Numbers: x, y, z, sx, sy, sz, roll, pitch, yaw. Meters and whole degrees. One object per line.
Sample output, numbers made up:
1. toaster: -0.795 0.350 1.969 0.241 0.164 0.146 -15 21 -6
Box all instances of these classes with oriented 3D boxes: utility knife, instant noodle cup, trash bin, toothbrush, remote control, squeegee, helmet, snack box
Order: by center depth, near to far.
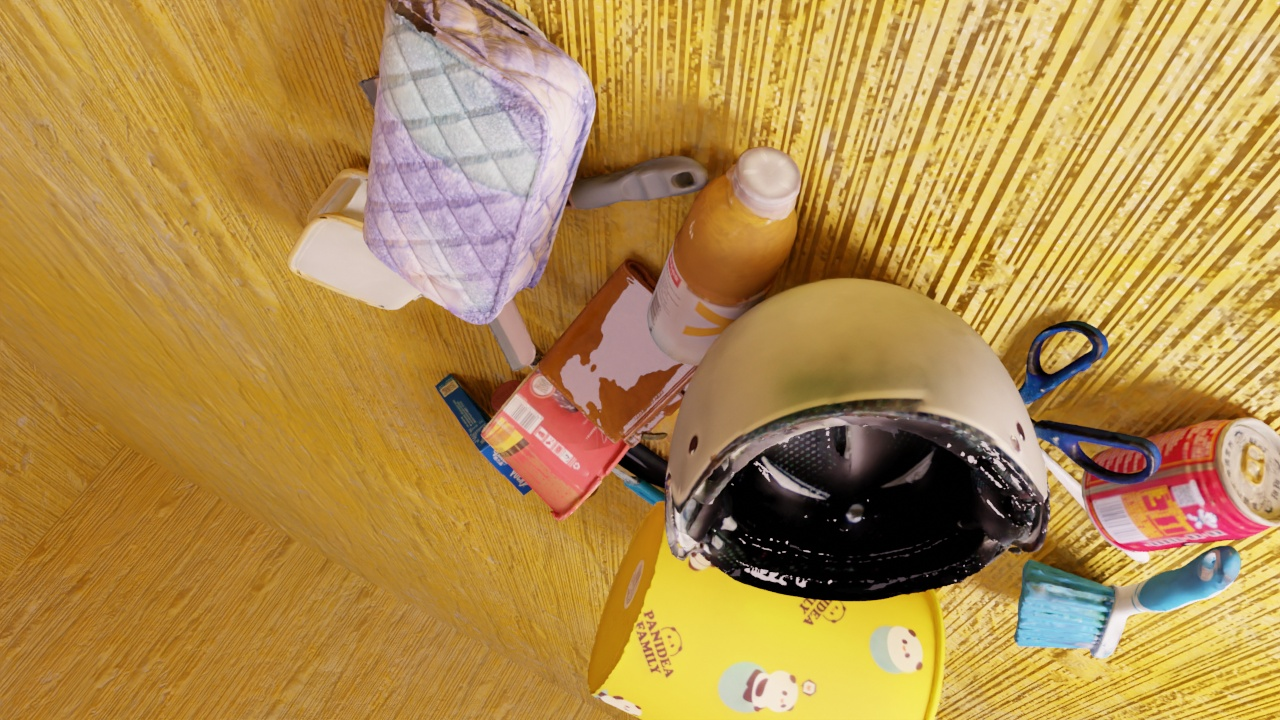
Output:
1. helmet: 0.126 0.045 0.574 0.230 0.156 0.274 -4 153 14
2. squeegee: -0.049 -0.110 0.631 0.250 0.040 0.248 -4 120 40
3. toothbrush: 0.299 0.091 0.635 0.180 0.016 0.016 41 154 -18
4. trash bin: 0.103 0.258 0.839 0.255 0.229 0.230 22 154 -5
5. instant noodle cup: -0.071 0.060 0.843 0.108 0.137 0.138 40 152 -4
6. remote control: -0.009 0.100 0.958 0.136 0.024 0.053 35 155 -6
7. utility knife: 0.007 0.143 1.001 0.238 0.018 0.034 37 154 -20
8. snack box: -0.172 0.080 1.018 0.157 0.026 0.084 41 169 51

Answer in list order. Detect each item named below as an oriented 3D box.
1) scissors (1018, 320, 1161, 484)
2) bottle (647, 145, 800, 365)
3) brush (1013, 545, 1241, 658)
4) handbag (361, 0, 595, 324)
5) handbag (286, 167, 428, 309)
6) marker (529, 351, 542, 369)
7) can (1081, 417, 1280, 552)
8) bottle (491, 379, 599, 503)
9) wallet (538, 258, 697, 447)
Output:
1. scissors: 0.239 0.029 0.566 0.162 0.012 0.164 37 145 44
2. bottle: 0.052 -0.061 0.576 0.068 0.067 0.190 30 153 3
3. brush: 0.329 0.168 0.654 0.110 0.060 0.314 10 158 25
4. handbag: -0.110 -0.125 0.582 0.134 0.075 0.194 35 136 7
5. handbag: -0.209 -0.091 0.820 0.178 0.063 0.164 27 157 -24
6. marker: -0.104 -0.001 0.893 0.017 0.016 0.146 -2 138 47
7. can: 0.317 0.073 0.532 0.066 0.066 0.094 35 153 -7
8. bottle: -0.103 0.090 1.000 0.058 0.057 0.175 10 146 36
9. wallet: -0.004 0.004 0.711 0.119 0.035 0.131 42 126 -3
